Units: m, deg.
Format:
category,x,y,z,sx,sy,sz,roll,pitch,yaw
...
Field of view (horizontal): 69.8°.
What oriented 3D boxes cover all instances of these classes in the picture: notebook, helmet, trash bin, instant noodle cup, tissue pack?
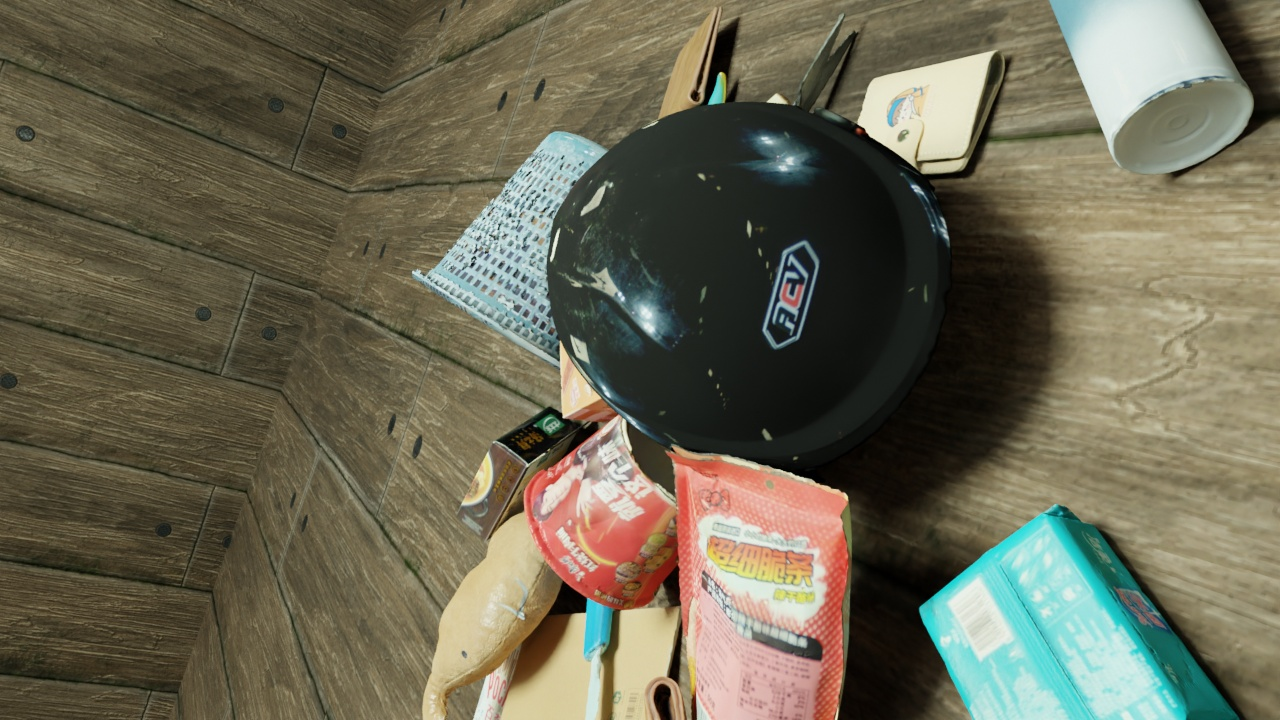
category,x,y,z,sx,sy,sz,roll,pitch,yaw
notebook,-0.051,0.280,0.763,0.208,0.008,0.147,-20,46,46
helmet,0.062,-0.047,0.584,0.275,0.230,0.233,-154,82,-71
trash bin,-0.072,-0.101,0.890,0.195,0.226,0.227,-58,30,-2
instant noodle cup,-0.006,0.107,0.718,0.109,0.137,0.137,-47,37,26
tissue pack,0.199,0.144,0.426,0.093,0.050,0.133,-51,35,28

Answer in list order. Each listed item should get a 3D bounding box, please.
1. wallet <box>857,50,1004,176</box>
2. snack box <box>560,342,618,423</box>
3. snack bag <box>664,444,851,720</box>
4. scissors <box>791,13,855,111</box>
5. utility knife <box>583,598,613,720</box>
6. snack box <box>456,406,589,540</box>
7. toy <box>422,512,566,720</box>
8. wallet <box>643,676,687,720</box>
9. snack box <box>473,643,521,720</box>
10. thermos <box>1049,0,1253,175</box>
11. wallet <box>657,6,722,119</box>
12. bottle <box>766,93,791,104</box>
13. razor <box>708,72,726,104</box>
category,x,y,z,sx,sy,sz,roll,pitch,yaw
wallet,0.193,-0.166,0.644,0.115,0.024,0.087,13,86,59
snack box,-0.005,0.004,0.763,0.095,0.092,0.077,-29,59,51
snack bag,0.067,0.157,0.527,0.129,0.073,0.208,17,116,46
scissors,0.115,-0.171,0.754,0.233,0.161,0.022,-42,46,-19
utility knife,-0.034,0.211,0.778,0.034,0.018,0.202,-39,31,36
snack box,-0.114,0.105,0.919,0.126,0.053,0.113,-61,-12,25
toy,-0.134,0.231,0.839,0.225,0.082,0.144,-56,7,-30
wallet,0.024,0.279,0.594,0.132,0.031,0.107,81,-178,-53
snack box,-0.128,0.338,0.888,0.085,0.026,0.156,8,81,59
thermos,0.264,-0.204,0.506,0.070,0.070,0.220,-38,43,44
wallet,0.049,-0.290,0.941,0.101,0.020,0.115,150,136,-67
bottle,0.079,-0.168,0.804,0.150,0.066,0.066,-51,34,19
razor,0.057,-0.215,0.893,0.043,0.028,0.132,-107,41,-80
